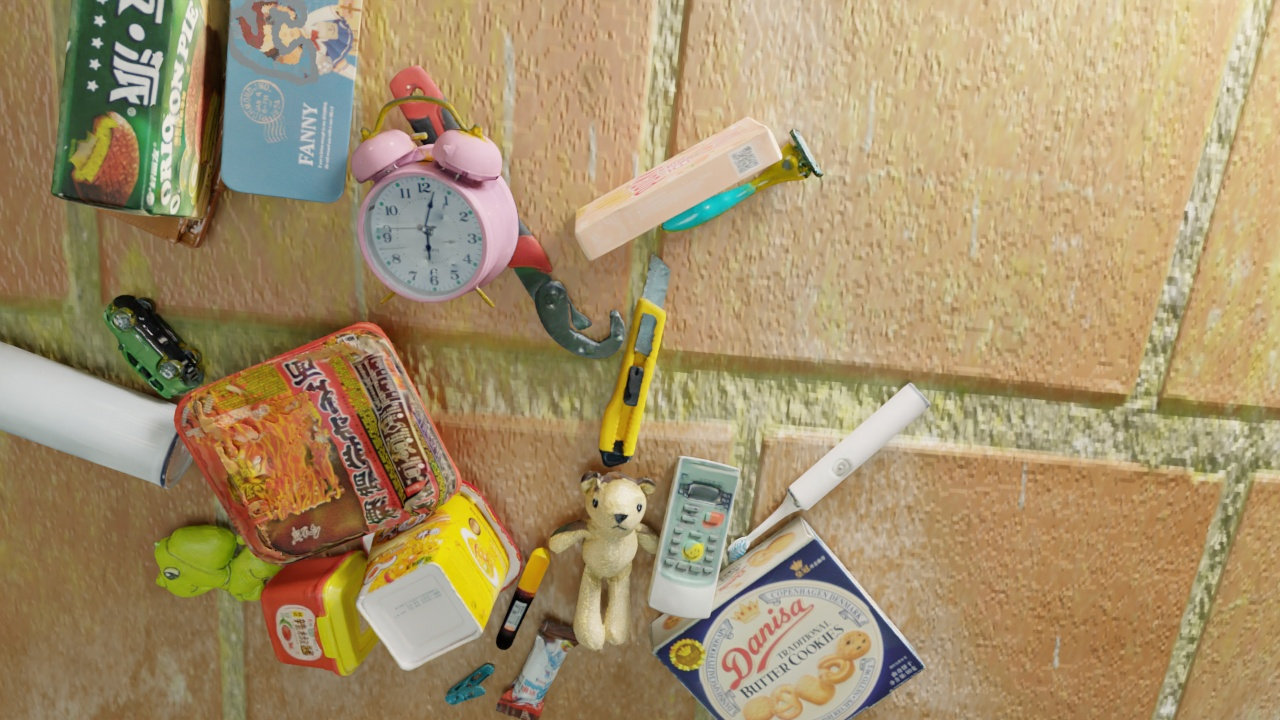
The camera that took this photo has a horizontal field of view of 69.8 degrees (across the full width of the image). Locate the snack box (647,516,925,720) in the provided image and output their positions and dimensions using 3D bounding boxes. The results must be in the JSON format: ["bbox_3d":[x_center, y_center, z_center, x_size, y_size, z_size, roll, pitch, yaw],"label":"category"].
[{"bbox_3d":[0.131,0.262,0.836,0.178,0.045,0.182,-39,105,9],"label":"snack box"}]

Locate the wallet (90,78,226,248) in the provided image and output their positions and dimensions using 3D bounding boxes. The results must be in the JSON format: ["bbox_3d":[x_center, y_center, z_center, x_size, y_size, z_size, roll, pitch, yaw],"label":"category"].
[{"bbox_3d":[-0.362,-0.164,0.692,0.108,0.031,0.132,24,101,-9],"label":"wallet"}]

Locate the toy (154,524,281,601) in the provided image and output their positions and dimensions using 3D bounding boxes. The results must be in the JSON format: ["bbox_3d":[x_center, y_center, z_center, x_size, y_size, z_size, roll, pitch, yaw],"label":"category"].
[{"bbox_3d":[-0.370,0.175,0.799,0.100,0.031,0.097,35,103,-16],"label":"toy"}]

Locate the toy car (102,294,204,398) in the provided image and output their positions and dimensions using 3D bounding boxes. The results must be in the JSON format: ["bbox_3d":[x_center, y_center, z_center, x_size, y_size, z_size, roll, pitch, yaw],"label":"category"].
[{"bbox_3d":[-0.390,-0.011,0.733,0.036,0.043,0.091,-31,106,8],"label":"toy car"}]

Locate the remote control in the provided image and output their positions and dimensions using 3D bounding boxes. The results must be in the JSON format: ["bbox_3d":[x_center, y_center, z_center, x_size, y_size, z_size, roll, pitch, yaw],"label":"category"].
[{"bbox_3d":[0.045,0.152,0.789,0.056,0.019,0.135,13,86,-6],"label":"remote control"}]

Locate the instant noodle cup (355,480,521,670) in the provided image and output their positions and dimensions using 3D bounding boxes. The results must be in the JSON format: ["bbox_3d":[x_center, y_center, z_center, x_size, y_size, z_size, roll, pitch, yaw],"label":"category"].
[{"bbox_3d":[-0.171,0.179,0.758,0.116,0.123,0.116,-27,106,6],"label":"instant noodle cup"}]

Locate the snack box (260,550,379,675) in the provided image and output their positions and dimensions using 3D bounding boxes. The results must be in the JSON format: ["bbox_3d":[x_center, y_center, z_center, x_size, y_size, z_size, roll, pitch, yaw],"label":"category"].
[{"bbox_3d":[-0.275,0.217,0.795,0.080,0.081,0.091,-3,107,13],"label":"snack box"}]

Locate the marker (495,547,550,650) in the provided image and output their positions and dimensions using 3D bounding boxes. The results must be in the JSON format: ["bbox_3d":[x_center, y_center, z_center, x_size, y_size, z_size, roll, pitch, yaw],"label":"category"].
[{"bbox_3d":[-0.106,0.214,0.820,0.018,0.015,0.124,21,117,-6],"label":"marker"}]

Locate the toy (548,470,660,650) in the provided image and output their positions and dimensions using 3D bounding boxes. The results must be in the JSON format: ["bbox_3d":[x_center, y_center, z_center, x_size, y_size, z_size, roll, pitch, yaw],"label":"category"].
[{"bbox_3d":[-0.027,0.173,0.791,0.105,0.066,0.157,4,101,-9],"label":"toy"}]

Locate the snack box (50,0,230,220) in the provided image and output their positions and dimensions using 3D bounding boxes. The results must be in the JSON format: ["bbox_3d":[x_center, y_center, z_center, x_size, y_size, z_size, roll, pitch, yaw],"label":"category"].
[{"bbox_3d":[-0.322,-0.217,0.612,0.063,0.114,0.240,9,96,-9],"label":"snack box"}]

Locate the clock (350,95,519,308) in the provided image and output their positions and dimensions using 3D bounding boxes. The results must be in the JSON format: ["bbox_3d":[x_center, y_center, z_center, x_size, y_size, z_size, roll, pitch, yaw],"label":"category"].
[{"bbox_3d":[-0.156,-0.117,0.686,0.117,0.059,0.159,2,113,9],"label":"clock"}]

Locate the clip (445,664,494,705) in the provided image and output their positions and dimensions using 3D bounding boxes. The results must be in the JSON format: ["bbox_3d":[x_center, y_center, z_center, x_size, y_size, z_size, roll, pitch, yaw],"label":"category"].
[{"bbox_3d":[-0.160,0.305,0.852,0.055,0.034,0.013,-31,106,24],"label":"clip"}]

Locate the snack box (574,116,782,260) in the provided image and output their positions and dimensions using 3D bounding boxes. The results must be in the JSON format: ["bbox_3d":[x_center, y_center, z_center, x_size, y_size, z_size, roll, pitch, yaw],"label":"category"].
[{"bbox_3d":[0.024,-0.131,0.688,0.157,0.084,0.026,-27,110,6],"label":"snack box"}]

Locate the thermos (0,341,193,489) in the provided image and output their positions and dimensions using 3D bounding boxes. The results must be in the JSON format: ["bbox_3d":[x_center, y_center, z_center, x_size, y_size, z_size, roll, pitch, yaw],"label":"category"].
[{"bbox_3d":[-0.474,0.035,0.735,0.224,0.073,0.073,21,105,-8],"label":"thermos"}]

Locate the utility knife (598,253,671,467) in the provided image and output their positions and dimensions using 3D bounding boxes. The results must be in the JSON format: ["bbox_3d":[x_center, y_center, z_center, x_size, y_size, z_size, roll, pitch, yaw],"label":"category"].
[{"bbox_3d":[-0.005,0.004,0.765,0.033,0.015,0.190,11,107,-8],"label":"utility knife"}]

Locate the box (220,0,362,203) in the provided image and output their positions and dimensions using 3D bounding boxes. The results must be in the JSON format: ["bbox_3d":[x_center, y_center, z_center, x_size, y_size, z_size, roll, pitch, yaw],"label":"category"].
[{"bbox_3d":[-0.251,-0.199,0.659,0.089,0.063,0.184,2,107,-22],"label":"box"}]

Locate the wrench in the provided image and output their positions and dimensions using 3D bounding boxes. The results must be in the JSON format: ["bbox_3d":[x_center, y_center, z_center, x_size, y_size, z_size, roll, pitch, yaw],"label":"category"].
[{"bbox_3d":[-0.105,-0.109,0.726,0.056,0.016,0.273,-34,105,9],"label":"wrench"}]

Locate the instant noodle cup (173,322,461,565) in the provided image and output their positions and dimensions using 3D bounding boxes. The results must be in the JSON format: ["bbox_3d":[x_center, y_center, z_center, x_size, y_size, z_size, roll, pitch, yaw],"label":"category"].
[{"bbox_3d":[-0.255,0.065,0.743,0.189,0.079,0.164,-21,107,3],"label":"instant noodle cup"}]

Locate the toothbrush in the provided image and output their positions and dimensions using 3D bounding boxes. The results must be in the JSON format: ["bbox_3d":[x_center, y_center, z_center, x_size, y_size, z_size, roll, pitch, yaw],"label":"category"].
[{"bbox_3d":[0.157,0.101,0.796,0.221,0.026,0.027,-43,93,11],"label":"toothbrush"}]

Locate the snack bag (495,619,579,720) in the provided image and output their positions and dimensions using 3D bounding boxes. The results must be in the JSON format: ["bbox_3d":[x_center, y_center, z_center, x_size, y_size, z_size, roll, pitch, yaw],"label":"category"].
[{"bbox_3d":[-0.093,0.287,0.846,0.048,0.026,0.104,24,106,-21],"label":"snack bag"}]

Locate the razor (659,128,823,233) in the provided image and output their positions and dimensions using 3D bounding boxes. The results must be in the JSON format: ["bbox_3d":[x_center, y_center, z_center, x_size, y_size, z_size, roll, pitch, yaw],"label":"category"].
[{"bbox_3d":[0.075,-0.132,0.718,0.132,0.028,0.043,-27,83,3],"label":"razor"}]
